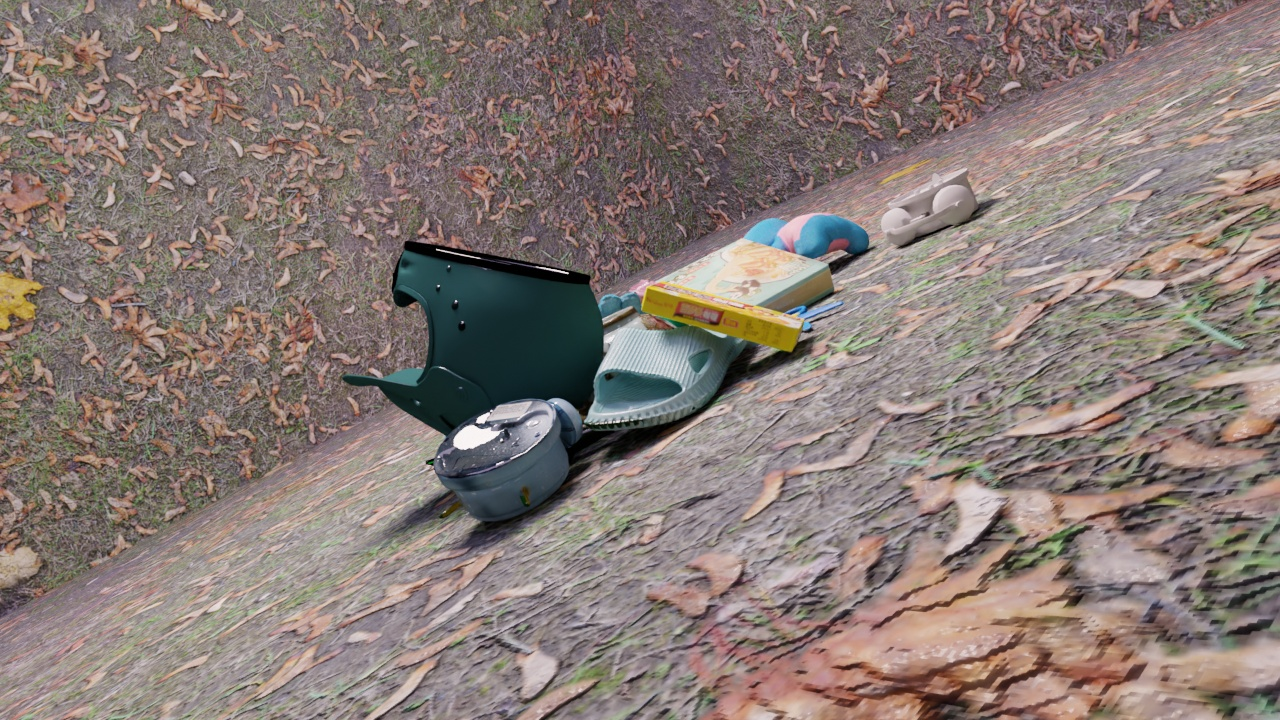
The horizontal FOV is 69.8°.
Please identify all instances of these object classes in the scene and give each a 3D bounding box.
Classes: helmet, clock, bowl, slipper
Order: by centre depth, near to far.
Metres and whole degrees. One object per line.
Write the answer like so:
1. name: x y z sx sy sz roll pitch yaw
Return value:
1. clock: -0.115 0.078 0.825 0.118 0.060 0.161 -10 27 26
2. slipper: 0.034 -0.005 0.912 0.116 0.069 0.275 -2 20 26
3. helmet: -0.175 -0.011 0.982 0.275 0.200 0.176 13 8 20
4. bowl: -0.019 -0.006 1.065 0.160 0.094 0.160 -27 8 4
5. clock: 0.369 -0.197 1.169 0.120 0.061 0.158 -21 9 37

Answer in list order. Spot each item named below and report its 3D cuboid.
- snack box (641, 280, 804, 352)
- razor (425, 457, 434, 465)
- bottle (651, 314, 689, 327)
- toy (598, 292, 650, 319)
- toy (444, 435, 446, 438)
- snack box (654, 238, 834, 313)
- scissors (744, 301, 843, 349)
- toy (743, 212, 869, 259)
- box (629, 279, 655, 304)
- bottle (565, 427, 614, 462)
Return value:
1. snack box: 0.082 -0.045 0.899 0.152 0.025 0.075 16 13 11
2. razor: -0.243 0.112 1.309 0.044 0.021 0.143 -20 8 39
3. bottle: 0.035 -0.046 1.244 0.210 0.068 0.068 -17 10 14
4. toy: -0.030 -0.039 1.151 0.092 0.062 0.133 -19 -28 -19
5. toy: -0.179 0.051 1.142 0.184 0.115 0.180 -53 5 22
6. snack box: 0.126 -0.092 1.148 0.141 0.044 0.194 -28 28 -17
7. scissors: 0.158 -0.039 0.997 0.123 0.016 0.125 -31 8 -3
8. toy: 0.209 -0.158 1.310 0.223 0.099 0.192 -22 9 -36
9. box: 0.064 -0.096 1.396 0.115 0.106 0.232 -36 7 -2
10. bottle: -0.083 0.088 0.886 0.123 0.033 0.033 -25 8 6
